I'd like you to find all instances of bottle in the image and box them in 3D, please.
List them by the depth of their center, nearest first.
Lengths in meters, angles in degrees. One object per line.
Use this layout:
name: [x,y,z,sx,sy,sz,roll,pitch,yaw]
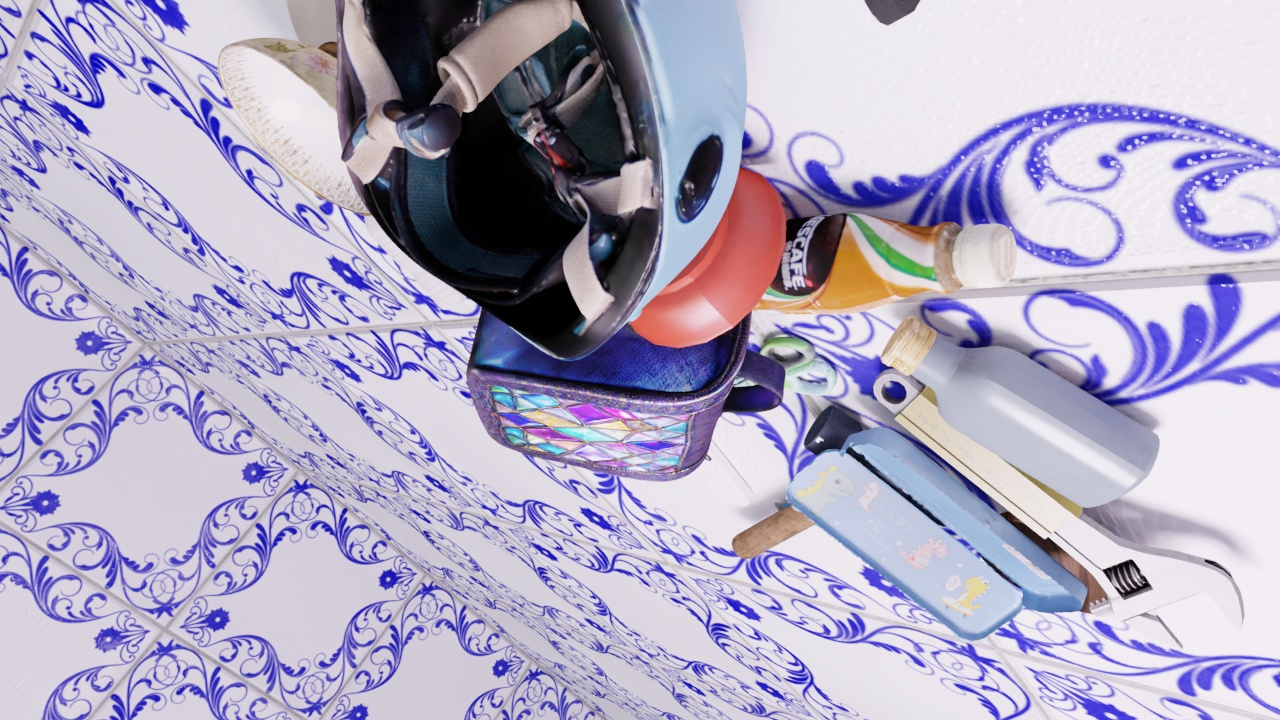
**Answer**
bottle: [0.130,-0.056,0.528,0.167,0.059,0.059,3,140,48]
bottle: [0.228,0.028,0.571,0.161,0.046,0.072,32,155,6]
bottle: [-0.217,-0.109,0.875,0.044,0.044,0.136,0,138,50]

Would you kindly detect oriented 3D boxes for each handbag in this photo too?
handbag: [-0.004,0.004,0.682,0.222,0.125,0.205,9,158,1]

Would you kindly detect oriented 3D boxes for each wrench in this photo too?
wrench: [0.272,0.095,0.619,0.273,0.018,0.084,41,126,10]

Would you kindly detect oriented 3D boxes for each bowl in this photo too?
bowl: [0.026,-0.071,0.552,0.122,0.122,0.035,10,167,42]
bowl: [-0.220,-0.178,0.652,0.145,0.063,0.145,29,155,15]
bowl: [0.313,0.142,0.684,0.119,0.032,0.119,28,154,15]

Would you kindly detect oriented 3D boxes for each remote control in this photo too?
remote control: [0.071,0.104,0.933,0.043,0.013,0.136,3,141,48]

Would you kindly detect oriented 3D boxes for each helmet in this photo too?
helmet: [-0.045,-0.142,0.462,0.225,0.166,0.266,34,147,16]

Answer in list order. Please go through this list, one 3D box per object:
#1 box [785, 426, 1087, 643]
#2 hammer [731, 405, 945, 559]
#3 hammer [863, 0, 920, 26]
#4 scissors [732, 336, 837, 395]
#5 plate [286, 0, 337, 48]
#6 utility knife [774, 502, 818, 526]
box: [0.221,0.132,0.697,0.209,0.039,0.127,39,139,-7]
hammer: [0.155,0.141,0.849,0.129,0.040,0.323,34,152,-1]
hammer: [0.057,-0.261,0.268,0.133,0.040,0.305,-18,119,44]
scissors: [0.096,0.015,0.753,0.065,0.033,0.175,37,152,-13]
plate: [-0.165,-0.210,0.646,0.182,0.034,0.183,28,154,15]
utility knife: [0.206,0.155,0.860,0.198,0.015,0.031,0,141,49]
